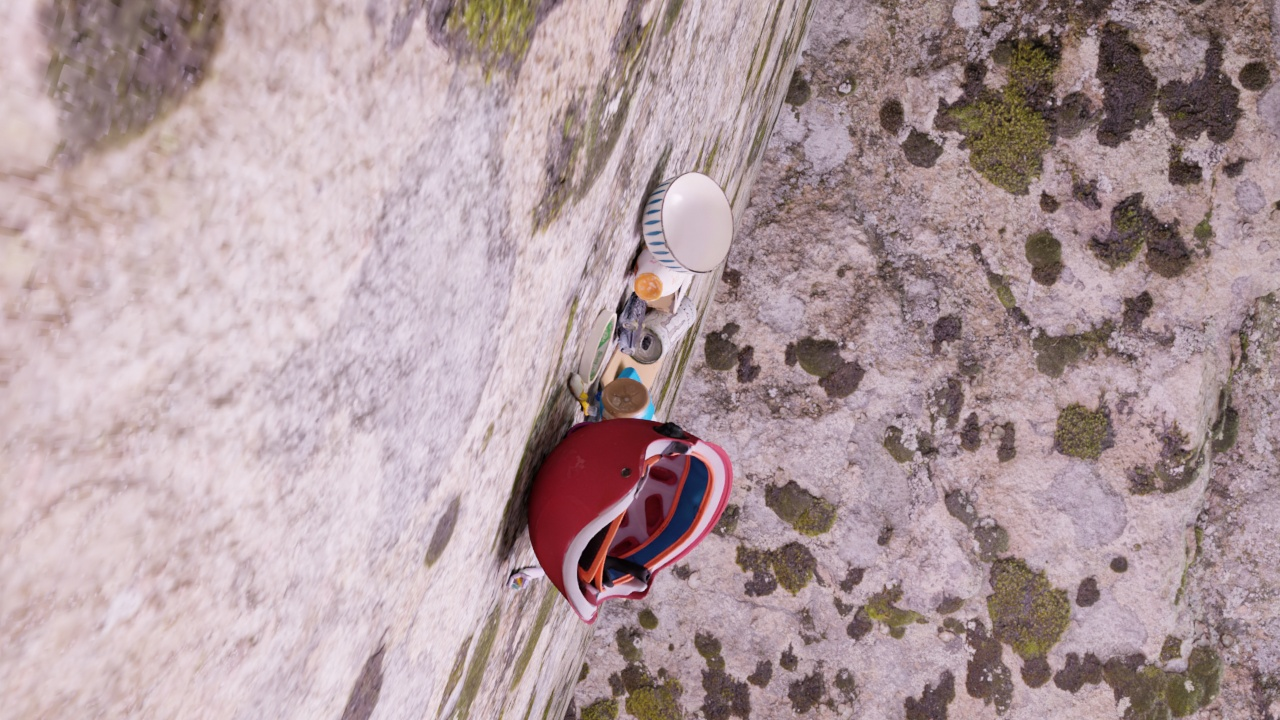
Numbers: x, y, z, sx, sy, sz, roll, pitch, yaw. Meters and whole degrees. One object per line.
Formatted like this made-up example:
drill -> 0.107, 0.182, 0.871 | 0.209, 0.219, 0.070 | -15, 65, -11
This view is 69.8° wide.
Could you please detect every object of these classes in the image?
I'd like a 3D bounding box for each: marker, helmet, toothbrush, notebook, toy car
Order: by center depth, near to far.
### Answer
helmet -> -0.023, 0.147, 0.992 | 0.239, 0.144, 0.207 | -16, 129, -46
toothbrush -> -0.064, 0.042, 1.048 | 0.191, 0.018, 0.016 | 85, 24, -76
toothbrush -> -0.135, 0.265, 1.127 | 0.189, 0.029, 0.021 | 80, -7, -80
toy car -> -0.012, -0.047, 1.157 | 0.106, 0.031, 0.048 | 96, 16, -61
marker -> -0.072, 0.109, 1.203 | 0.016, 0.017, 0.146 | -48, 157, -74
notebook -> -0.008, 0.008, 1.297 | 0.148, 0.008, 0.207 | 80, 26, -43

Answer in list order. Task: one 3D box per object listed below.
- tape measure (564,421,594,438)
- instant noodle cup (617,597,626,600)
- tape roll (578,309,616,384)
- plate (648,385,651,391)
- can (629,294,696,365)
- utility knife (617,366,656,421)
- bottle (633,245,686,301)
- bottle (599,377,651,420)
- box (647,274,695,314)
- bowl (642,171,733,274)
tape measure -> -0.062, 0.100, 1.067 | 0.057, 0.058, 0.039 | -22, 148, -19
instant noodle cup -> -0.055, 0.266, 1.284 | 0.116, 0.124, 0.117 | -58, 170, -29
tape roll -> -0.048, -0.015, 1.027 | 0.086, 0.014, 0.086 | 22, 88, -84
plate -> -0.020, 0.078, 1.473 | 0.161, 0.034, 0.266 | -63, 170, -48
can -> 0.030, -0.046, 1.277 | 0.146, 0.058, 0.058 | -47, 156, -59
utility knife -> 0.001, 0.060, 1.298 | 0.034, 0.018, 0.188 | -63, 156, -18
bottle -> 0.022, -0.108, 1.118 | 0.108, 0.063, 0.063 | -60, 168, -61
bottle -> -0.025, 0.110, 1.206 | 0.219, 0.065, 0.065 | 96, 15, -51
box -> 0.047, -0.138, 1.281 | 0.183, 0.061, 0.090 | -58, 166, -54
bowl -> 0.046, -0.156, 1.068 | 0.066, 0.116, 0.116 | -1, -119, 49
